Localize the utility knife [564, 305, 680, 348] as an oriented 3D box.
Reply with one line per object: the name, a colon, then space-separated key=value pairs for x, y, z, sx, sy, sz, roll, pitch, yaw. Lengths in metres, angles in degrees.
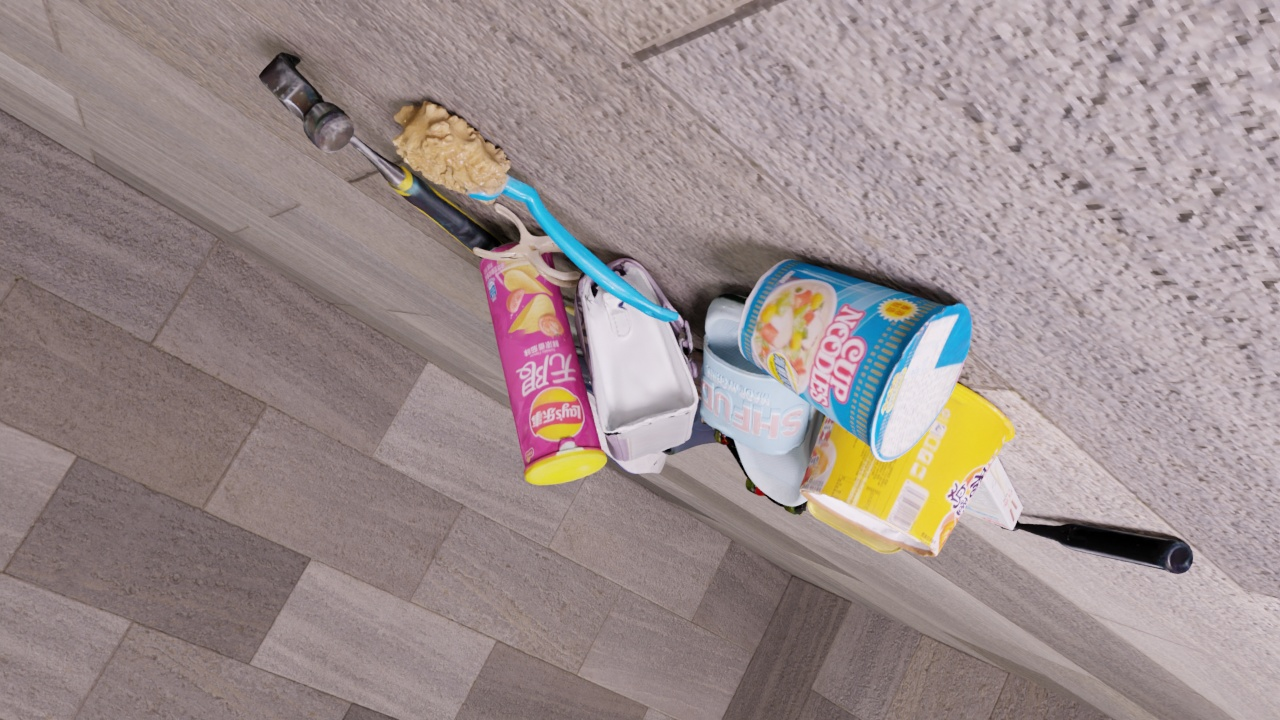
utility knife: x=-0.044 y=-0.042 z=0.985 sx=0.211 sy=0.022 sz=0.031 roll=16 pitch=164 yaw=25

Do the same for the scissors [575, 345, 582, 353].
scissors: x=-0.037 y=-0.012 z=1.015 sx=0.235 sy=0.021 sz=0.142 roll=13 pitch=173 yaw=19

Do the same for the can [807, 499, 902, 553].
can: x=0.222 y=0.129 z=0.906 sx=0.102 sy=0.057 sz=0.083 roll=28 pitch=-146 yaw=3

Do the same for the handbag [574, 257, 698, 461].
handbag: x=-0.005 y=0.005 z=0.817 sx=0.197 sy=0.098 sz=0.145 roll=90 pitch=160 yaw=-78

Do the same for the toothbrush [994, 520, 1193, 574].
toothbrush: x=0.382 y=0.154 z=0.801 sx=0.027 sy=0.026 sz=0.213 roll=18 pitch=173 yaw=-15

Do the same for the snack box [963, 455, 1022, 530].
snack box: x=0.281 y=0.103 z=0.812 sx=0.085 sy=0.026 sz=0.157 roll=20 pitch=167 yaw=37

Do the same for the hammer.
hammer: x=-0.194 y=-0.149 z=0.772 sx=0.126 sy=0.032 sz=0.323 roll=45 pitch=-177 yaw=26

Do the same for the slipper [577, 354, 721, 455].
slipper: x=0.013 y=0.058 z=1.041 sx=0.268 sy=0.083 sz=0.111 roll=19 pitch=176 yaw=-29

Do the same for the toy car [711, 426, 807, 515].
toy car: x=0.125 y=0.102 z=0.927 sx=0.071 sy=0.041 sz=0.156 roll=22 pitch=156 yaw=49

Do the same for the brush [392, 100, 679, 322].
brush: x=-0.075 y=-0.102 z=0.679 sx=0.254 sy=0.045 sz=0.083 roll=37 pitch=166 yaw=-15

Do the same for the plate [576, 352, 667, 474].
plate: x=-0.038 y=0.054 z=1.141 sx=0.205 sy=0.046 sz=0.204 roll=40 pitch=-164 yaw=-14

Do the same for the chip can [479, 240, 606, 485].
chip can: x=-0.090 y=0.000 z=0.814 sx=0.071 sy=0.210 sz=0.071 roll=-14 pitch=159 yaw=-6

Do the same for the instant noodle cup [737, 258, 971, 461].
instant noodle cup: x=0.120 y=-0.008 z=0.542 sx=0.110 sy=0.099 sz=0.099 roll=30 pitch=172 yaw=35

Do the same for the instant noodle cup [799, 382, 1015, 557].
instant noodle cup: x=0.191 y=0.074 z=0.684 sx=0.138 sy=0.109 sz=0.138 roll=27 pitch=171 yaw=5

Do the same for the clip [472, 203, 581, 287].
clip: x=-0.091 y=-0.096 z=0.797 sx=0.100 sy=0.071 sz=0.035 roll=22 pitch=171 yaw=2

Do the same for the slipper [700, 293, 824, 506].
slipper: x=0.094 y=0.044 z=0.740 sx=0.104 sy=0.074 sz=0.246 roll=29 pitch=150 yaw=36

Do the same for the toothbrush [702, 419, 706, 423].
toothbrush: x=0.129 y=0.091 z=1.172 sx=0.016 sy=0.018 sz=0.192 roll=32 pitch=169 yaw=-26

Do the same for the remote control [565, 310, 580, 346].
remote control: x=-0.056 y=-0.026 z=1.079 sx=0.150 sy=0.021 sz=0.058 roll=31 pitch=161 yaw=-15

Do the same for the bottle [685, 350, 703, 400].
bottle: x=0.110 y=0.052 z=0.971 sx=0.080 sy=0.044 sz=0.195 roll=21 pitch=168 yaw=39
